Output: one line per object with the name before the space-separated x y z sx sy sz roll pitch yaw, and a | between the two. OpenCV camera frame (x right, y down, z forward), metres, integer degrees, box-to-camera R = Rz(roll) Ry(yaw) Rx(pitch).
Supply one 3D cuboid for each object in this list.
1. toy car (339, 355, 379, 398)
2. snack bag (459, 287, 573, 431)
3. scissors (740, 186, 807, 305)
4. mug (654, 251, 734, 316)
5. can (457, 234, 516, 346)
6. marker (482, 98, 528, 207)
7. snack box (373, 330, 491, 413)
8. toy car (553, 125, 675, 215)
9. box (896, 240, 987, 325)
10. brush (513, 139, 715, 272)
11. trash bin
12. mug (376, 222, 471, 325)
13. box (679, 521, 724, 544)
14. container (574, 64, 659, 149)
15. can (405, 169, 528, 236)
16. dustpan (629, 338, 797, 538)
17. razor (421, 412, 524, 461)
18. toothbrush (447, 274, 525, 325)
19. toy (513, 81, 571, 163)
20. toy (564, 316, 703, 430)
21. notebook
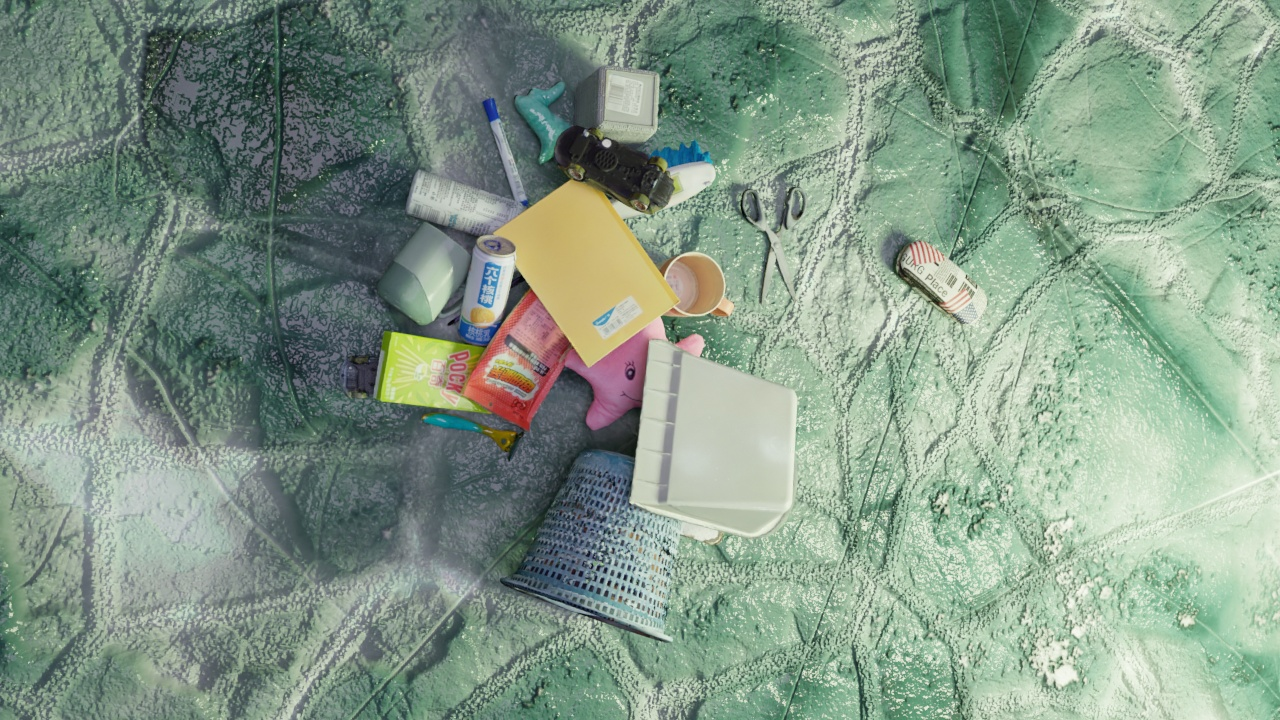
toy car | -0.314 0.020 1.150 0.120 0.037 0.054 0 95 -25
snack bag | -0.136 -0.020 1.182 0.128 0.073 0.207 38 81 -45
scissors | 0.192 -0.171 1.304 0.159 0.014 0.177 37 83 -14
mug | 0.068 -0.092 1.222 0.114 0.106 0.081 27 84 -15
can | -0.191 -0.086 1.140 0.053 0.053 0.135 8 125 -16
marker | -0.175 -0.268 1.194 0.017 0.017 0.146 -20 97 -15
snack box | -0.251 0.016 1.148 0.156 0.026 0.086 11 89 -39
toy car | -0.033 -0.236 1.135 0.158 0.042 0.070 27 70 -2
box | 0.447 -0.114 1.369 0.164 0.055 0.070 38 96 -13
brush | -0.046 -0.196 1.192 0.314 0.109 0.060 -21 123 3
trash bin | -0.037 0.227 1.162 0.226 0.227 0.194 25 72 -15
mug | -0.260 -0.097 1.148 0.106 0.082 0.111 -55 135 -8
box | 0.091 0.156 1.264 0.089 0.060 0.184 22 84 -17
container | -0.029 -0.324 1.183 0.090 0.114 0.090 2 92 -17
can | -0.220 -0.192 1.162 0.146 0.058 0.058 16 87 -16
dustpan | 0.108 0.120 1.197 0.257 0.143 0.222 11 66 -9
razor | -0.218 0.090 1.187 0.132 0.028 0.043 19 118 -18
toothbrush | -0.172 -0.096 1.203 0.189 0.014 0.017 -35 125 -11
toy | -0.123 -0.319 1.201 0.096 0.030 0.092 -44 105 -16
toy | -0.007 0.007 1.216 0.194 0.074 0.179 -2 111 -20
notebook | -0.067 -0.116 1.146 0.146 0.010 0.206 -36 90 -4
